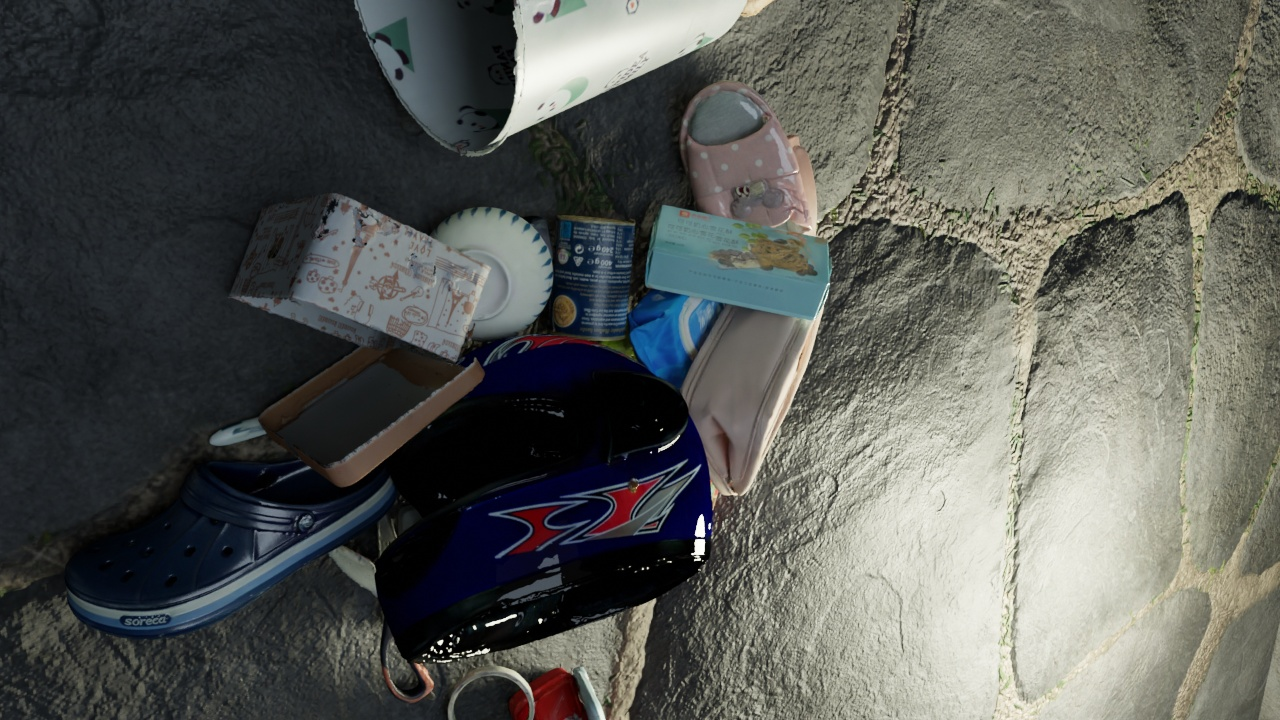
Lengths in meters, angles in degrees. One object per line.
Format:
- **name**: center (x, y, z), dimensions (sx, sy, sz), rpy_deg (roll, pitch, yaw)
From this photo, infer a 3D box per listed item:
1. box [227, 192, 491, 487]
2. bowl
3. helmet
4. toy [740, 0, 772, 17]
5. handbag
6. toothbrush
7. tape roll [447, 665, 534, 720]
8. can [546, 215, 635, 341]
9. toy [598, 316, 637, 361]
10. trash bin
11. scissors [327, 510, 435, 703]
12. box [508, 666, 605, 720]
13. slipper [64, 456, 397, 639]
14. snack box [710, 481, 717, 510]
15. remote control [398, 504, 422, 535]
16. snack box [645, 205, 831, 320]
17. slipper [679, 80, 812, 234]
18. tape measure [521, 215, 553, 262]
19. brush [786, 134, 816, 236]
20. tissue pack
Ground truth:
- **box**: center (-0.223, -0.004, 0.685), dimensions (0.154, 0.183, 0.184), rpy_deg (26, 78, -36)
- **bowl**: center (-0.134, -0.068, 0.775), dimensions (0.116, 0.066, 0.116), rpy_deg (0, 106, -1)
- **helmet**: center (-0.090, 0.098, 0.767), dimensions (0.248, 0.240, 0.314), rpy_deg (-39, 155, 32)
- **toy**: center (0.074, -0.432, 0.842), dimensions (0.226, 0.083, 0.143), rpy_deg (40, 67, -33)
- **handbag**: center (0.118, 0.053, 0.963), dimensions (0.192, 0.093, 0.234), rpy_deg (-60, 156, -31)
- **toothbrush**: center (-0.264, 0.038, 0.776), dimensions (0.191, 0.018, 0.016), rpy_deg (-20, 113, -30)
- **tape roll**: center (-0.149, 0.350, 0.920), dimensions (0.086, 0.014, 0.086), rpy_deg (-1, 95, -6)
- **can**: center (-0.046, -0.079, 0.859), dimensions (0.075, 0.075, 0.111), rpy_deg (-2, 103, -34)
- **toy**: center (-0.006, 0.005, 0.938), dimensions (0.100, 0.031, 0.096), rpy_deg (40, 77, -35)
- **trash bin**: center (-0.060, -0.304, 0.705), dimensions (0.251, 0.230, 0.230), rpy_deg (-29, 118, -32)
- **scissors**: center (-0.210, 0.227, 0.842), dimensions (0.225, 0.015, 0.189), rpy_deg (20, 97, -35)
- **box**: center (-0.059, 0.431, 0.976), dimensions (0.095, 0.102, 0.201), rpy_deg (-26, 116, -27)
- **slipper**: center (-0.309, 0.123, 0.712), dimensions (0.252, 0.105, 0.095), rpy_deg (-23, 122, -31)
- **snack box**: center (0.055, 0.123, 1.016), dimensions (0.075, 0.025, 0.153), rpy_deg (10, 97, -37)
- **remote control**: center (-0.200, 0.193, 0.860), dimensions (0.049, 0.024, 0.125), rpy_deg (-7, 108, -31)
- **snack box**: center (0.094, -0.095, 0.889), dimensions (0.175, 0.074, 0.052), rpy_deg (12, 134, -1)
- **slipper**: center (0.114, -0.147, 0.928), dimensions (0.054, 0.114, 0.274), rpy_deg (-70, 143, -51)
- **tape measure**: center (-0.114, -0.095, 0.834), dimensions (0.065, 0.034, 0.066), rpy_deg (-15, 109, -29)
- **brush**: center (0.155, -0.161, 0.978), dimensions (0.063, 0.073, 0.146), rpy_deg (-30, 121, -29)
- **tissue pack**: center (0.045, -0.036, 0.925), dimensions (0.156, 0.052, 0.095), rpy_deg (-50, 128, -40)
